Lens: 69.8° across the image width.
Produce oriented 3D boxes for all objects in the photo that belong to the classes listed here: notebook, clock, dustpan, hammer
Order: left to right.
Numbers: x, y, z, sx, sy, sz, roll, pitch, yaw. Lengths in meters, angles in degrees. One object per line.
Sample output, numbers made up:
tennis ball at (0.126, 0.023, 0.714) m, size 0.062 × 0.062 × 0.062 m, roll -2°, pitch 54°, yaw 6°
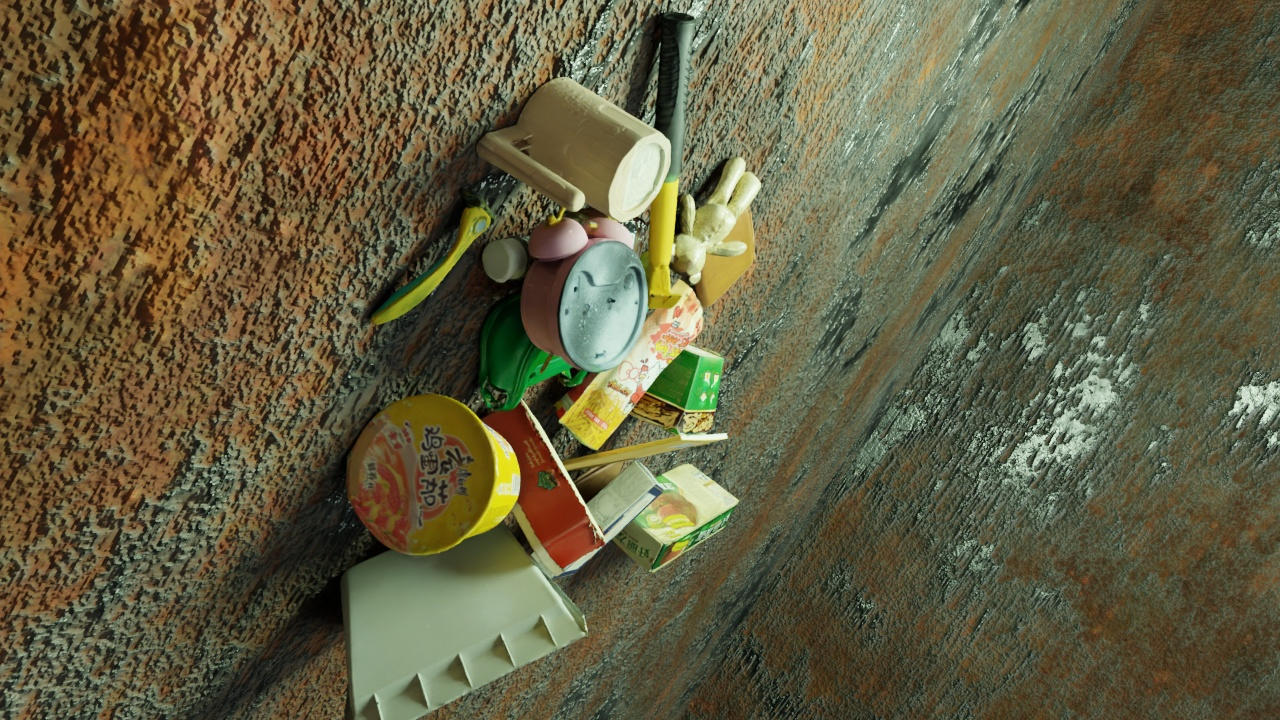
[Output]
dustpan at (-0.185, 0.265, 0.913) m, size 0.222 × 0.257 × 0.143 m, roll -23°, pitch 131°, yaw -14°
clock at (-0.050, -0.070, 0.809) m, size 0.117 × 0.060 × 0.158 m, roll -12°, pitch 111°, yaw -50°
notebook at (-0.014, 0.114, 1.122) m, size 0.207 × 0.010 × 0.145 m, roll -15°, pitch 170°, yaw 25°
hammer at (0.025, -0.181, 0.896) m, size 0.033 × 0.128 × 0.301 m, roll -1°, pitch 126°, yaw -7°

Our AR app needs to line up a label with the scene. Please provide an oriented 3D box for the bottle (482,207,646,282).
bottle at (-0.069, -0.102, 0.865) m, size 0.194 × 0.044 × 0.080 m, roll -17°, pitch 128°, yaw -53°

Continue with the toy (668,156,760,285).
toy at (0.081, -0.164, 1.057) m, size 0.105 × 0.066 × 0.157 m, roll 41°, pitch 79°, yaw -34°

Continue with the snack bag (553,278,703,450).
snack bag at (-0.006, 0.006, 1.054) m, size 0.208 × 0.073 × 0.128 m, roll -46°, pitch 158°, yaw -1°

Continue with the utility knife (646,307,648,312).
utility knife at (-0.008, -0.089, 1.035) m, size 0.029 × 0.013 × 0.151 m, roll -53°, pitch 157°, yaw -13°

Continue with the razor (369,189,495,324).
razor at (-0.168, -0.077, 0.738) m, size 0.132 × 0.028 × 0.043 m, roll -49°, pitch 159°, yaw -8°

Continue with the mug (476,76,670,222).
mug at (-0.051, -0.165, 0.740) m, size 0.124 × 0.103 × 0.084 m, roll -32°, pitch 147°, yaw -43°

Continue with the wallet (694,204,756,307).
wallet at (0.112, -0.139, 1.166) m, size 0.119 × 0.035 × 0.131 m, roll -48°, pitch 157°, yaw -14°

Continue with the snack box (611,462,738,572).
snack box at (0.049, 0.243, 1.454) m, size 0.239 × 0.114 × 0.063 m, roll -16°, pitch 136°, yaw -55°

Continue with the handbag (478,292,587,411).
handbag at (-0.093, -0.012, 0.908) m, size 0.131 × 0.068 × 0.120 m, roll -26°, pitch 144°, yaw -47°

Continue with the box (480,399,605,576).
box at (-0.098, 0.123, 0.935) m, size 0.080 × 0.168 × 0.091 m, roll -31°, pitch 152°, yaw -6°

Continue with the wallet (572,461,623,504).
wallet at (-0.074, 0.188, 1.274) m, size 0.115 × 0.020 × 0.101 m, roll -29°, pitch 145°, yaw -41°

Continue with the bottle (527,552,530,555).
bottle at (-0.161, 0.305, 1.218) m, size 0.066 × 0.067 × 0.150 m, roll -42°, pitch 160°, yaw -27°

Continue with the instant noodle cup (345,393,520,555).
instant noodle cup at (-0.178, 0.105, 0.838) m, size 0.138 × 0.138 × 0.110 m, roll -54°, pitch 166°, yaw -2°

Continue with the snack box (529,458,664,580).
snack box at (-0.052, 0.211, 1.208) m, size 0.178 × 0.046 × 0.182 m, roll -42°, pitch 169°, yaw -4°

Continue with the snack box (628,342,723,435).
snack box at (0.041, 0.029, 1.181) m, size 0.117 × 0.118 × 0.105 m, roll 4°, pitch 105°, yaw -63°
